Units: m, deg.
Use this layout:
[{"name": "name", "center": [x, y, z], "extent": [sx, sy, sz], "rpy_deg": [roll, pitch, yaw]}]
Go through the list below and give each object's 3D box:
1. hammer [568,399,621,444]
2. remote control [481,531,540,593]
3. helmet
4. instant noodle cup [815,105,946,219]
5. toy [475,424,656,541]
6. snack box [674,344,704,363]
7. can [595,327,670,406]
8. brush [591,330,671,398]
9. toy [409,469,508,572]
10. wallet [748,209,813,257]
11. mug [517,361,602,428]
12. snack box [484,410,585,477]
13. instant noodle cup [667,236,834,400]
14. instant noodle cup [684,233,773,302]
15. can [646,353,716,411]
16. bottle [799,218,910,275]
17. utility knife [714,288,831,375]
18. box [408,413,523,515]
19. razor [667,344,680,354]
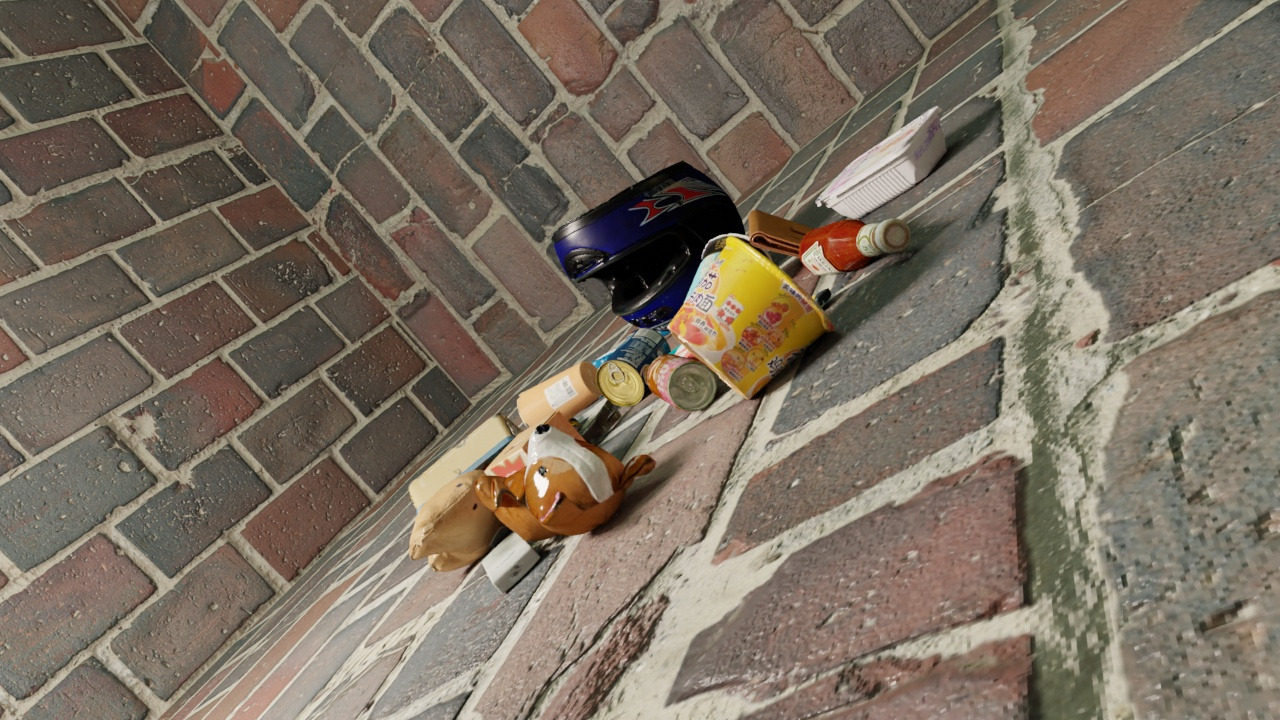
[{"name": "hammer", "center": [-0.102, 0.106, 1.409], "extent": [0.126, 0.032, 0.323], "rpy_deg": [-42, 7, -7]}, {"name": "remote control", "center": [-0.144, 0.220, 1.012], "extent": [0.056, 0.019, 0.135], "rpy_deg": [-43, 8, -13]}, {"name": "helmet", "center": [0.032, -0.164, 1.467], "extent": [0.314, 0.240, 0.248], "rpy_deg": [-35, 6, -41]}, {"name": "instant noodle cup", "center": [0.335, -0.258, 1.245], "extent": [0.137, 0.060, 0.174], "rpy_deg": [-47, 9, -37]}, {"name": "toy", "center": [-0.082, 0.123, 0.933], "extent": [0.139, 0.130, 0.200], "rpy_deg": [-30, 11, -27]}, {"name": "snack box", "center": [0.078, -0.017, 1.164], "extent": [0.075, 0.025, 0.153], "rpy_deg": [-54, 8, -23]}, {"name": "can", "center": [-0.008, 0.008, 1.342], "extent": [0.076, 0.075, 0.110], "rpy_deg": [-35, 9, 37]}, {"name": "brush", "center": [-0.004, -0.022, 1.594], "extent": [0.315, 0.060, 0.109], "rpy_deg": [-34, 6, 22]}, {"name": "toy", "center": [-0.221, 0.189, 1.111], "extent": [0.143, 0.082, 0.226], "rpy_deg": [-55, -13, -14]}, {"name": "wallet", "center": [0.201, -0.172, 1.270], "extent": [0.131, 0.108, 0.031], "rpy_deg": [-74, 0, -67]}, {"name": "mug", "center": [-0.117, 0.054, 1.385], "extent": [0.123, 0.078, 0.078], "rpy_deg": [-33, 11, 28]}, {"name": "snack box", "center": [-0.112, 0.129, 1.090], "extent": [0.093, 0.094, 0.076], "rpy_deg": [-32, 12, 46]}, {"name": "instant noodle cup", "center": [0.101, -0.036, 0.897], "extent": [0.110, 0.138, 0.138], "rpy_deg": [-48, 8, 0]}, {"name": "instant noodle cup", "center": [0.117, -0.097, 1.268], "extent": [0.111, 0.111, 0.120], "rpy_deg": [-33, 19, 45]}, {"name": "can", "center": [0.046, 0.024, 1.059], "extent": [0.058, 0.058, 0.147], "rpy_deg": [-41, 8, -4]}, {"name": "bottle", "center": [0.235, -0.127, 1.009], "extent": [0.059, 0.060, 0.206], "rpy_deg": [-41, 8, -6]}, {"name": "utility knife", "center": [0.145, -0.026, 1.024], "extent": [0.170, 0.015, 0.033], "rpy_deg": [-38, 2, 27]}, {"name": "box", "center": [-0.226, 0.157, 1.226], "extent": [0.184, 0.090, 0.060], "rpy_deg": [-42, 50, 3]}, {"name": "razor", "center": [0.085, -0.038, 1.327], "extent": [0.132, 0.028, 0.043], "rpy_deg": [-41, 38, -22]}]
